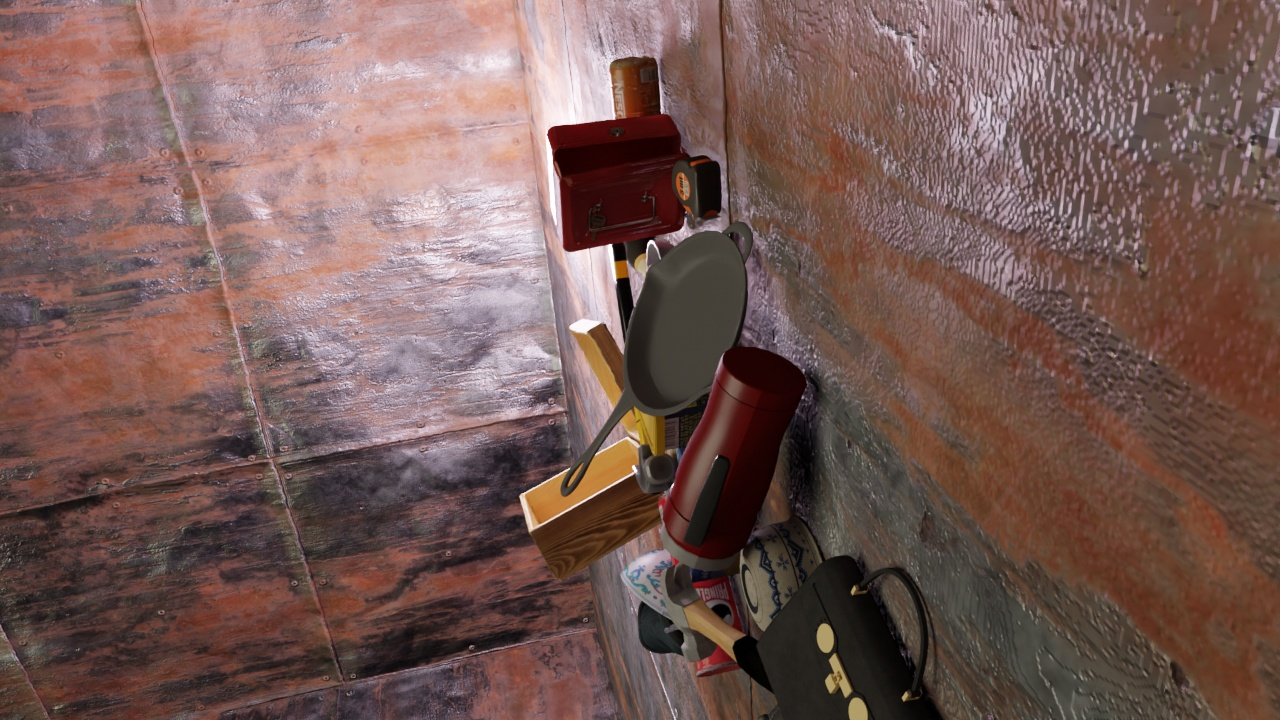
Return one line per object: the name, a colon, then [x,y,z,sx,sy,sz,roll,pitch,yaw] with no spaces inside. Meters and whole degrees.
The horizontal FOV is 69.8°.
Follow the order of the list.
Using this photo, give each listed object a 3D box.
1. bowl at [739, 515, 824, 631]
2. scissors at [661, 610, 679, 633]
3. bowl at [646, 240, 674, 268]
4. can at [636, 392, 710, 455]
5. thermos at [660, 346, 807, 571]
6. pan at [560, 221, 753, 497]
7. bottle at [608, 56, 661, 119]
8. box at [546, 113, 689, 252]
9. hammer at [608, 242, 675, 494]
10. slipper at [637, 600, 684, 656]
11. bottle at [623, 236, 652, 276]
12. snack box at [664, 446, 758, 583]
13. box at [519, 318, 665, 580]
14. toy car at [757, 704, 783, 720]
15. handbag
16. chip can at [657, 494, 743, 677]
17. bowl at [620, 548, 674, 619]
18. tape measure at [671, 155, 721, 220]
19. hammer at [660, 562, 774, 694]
bowl: [0.131,0.209,0.865,0.115,0.059,0.115,169,91,-80]
scissors: [0.075,0.335,1.219,0.142,0.015,0.095,34,-136,-37]
bowl: [0.039,-0.099,1.138,0.106,0.039,0.106,169,91,-80]
can: [0.050,0.031,1.017,0.135,0.104,0.075,-111,15,-49]
thermos: [0.076,0.096,0.813,0.107,0.084,0.199,-49,-21,-59]
pan: [0.015,0.013,0.937,0.355,0.024,0.216,-55,34,22]
bottle: [-0.002,-0.285,1.127,0.059,0.059,0.167,-120,22,-63]
box: [-0.028,-0.210,1.076,0.130,0.157,0.097,92,161,-47]
hammer: [-0.007,0.007,1.149,0.170,0.034,0.324,120,141,-77]
slipper: [0.044,0.404,1.365,0.109,0.083,0.265,39,177,-5]
bottle: [0.004,-0.141,1.274,0.184,0.045,0.045,-112,15,-49]
snack box: [0.072,0.137,1.103,0.155,0.069,0.202,93,164,-50]
box: [-0.098,0.121,1.518,0.336,0.286,0.279,64,172,-6]
toy car: [0.154,0.366,0.925,0.048,0.040,0.113,-101,29,-44]
handbag: [0.174,0.236,0.697,0.175,0.072,0.196,-110,25,-45]
chip can: [0.081,0.285,1.197,0.073,0.073,0.232,99,159,-63]
bowl: [0.052,0.311,1.310,0.074,0.144,0.144,-59,14,2]
tape measure: [0.061,-0.181,0.946,0.059,0.038,0.058,38,139,56]
hammer: [0.101,0.295,0.948,0.328,0.039,0.131,8,118,70]
